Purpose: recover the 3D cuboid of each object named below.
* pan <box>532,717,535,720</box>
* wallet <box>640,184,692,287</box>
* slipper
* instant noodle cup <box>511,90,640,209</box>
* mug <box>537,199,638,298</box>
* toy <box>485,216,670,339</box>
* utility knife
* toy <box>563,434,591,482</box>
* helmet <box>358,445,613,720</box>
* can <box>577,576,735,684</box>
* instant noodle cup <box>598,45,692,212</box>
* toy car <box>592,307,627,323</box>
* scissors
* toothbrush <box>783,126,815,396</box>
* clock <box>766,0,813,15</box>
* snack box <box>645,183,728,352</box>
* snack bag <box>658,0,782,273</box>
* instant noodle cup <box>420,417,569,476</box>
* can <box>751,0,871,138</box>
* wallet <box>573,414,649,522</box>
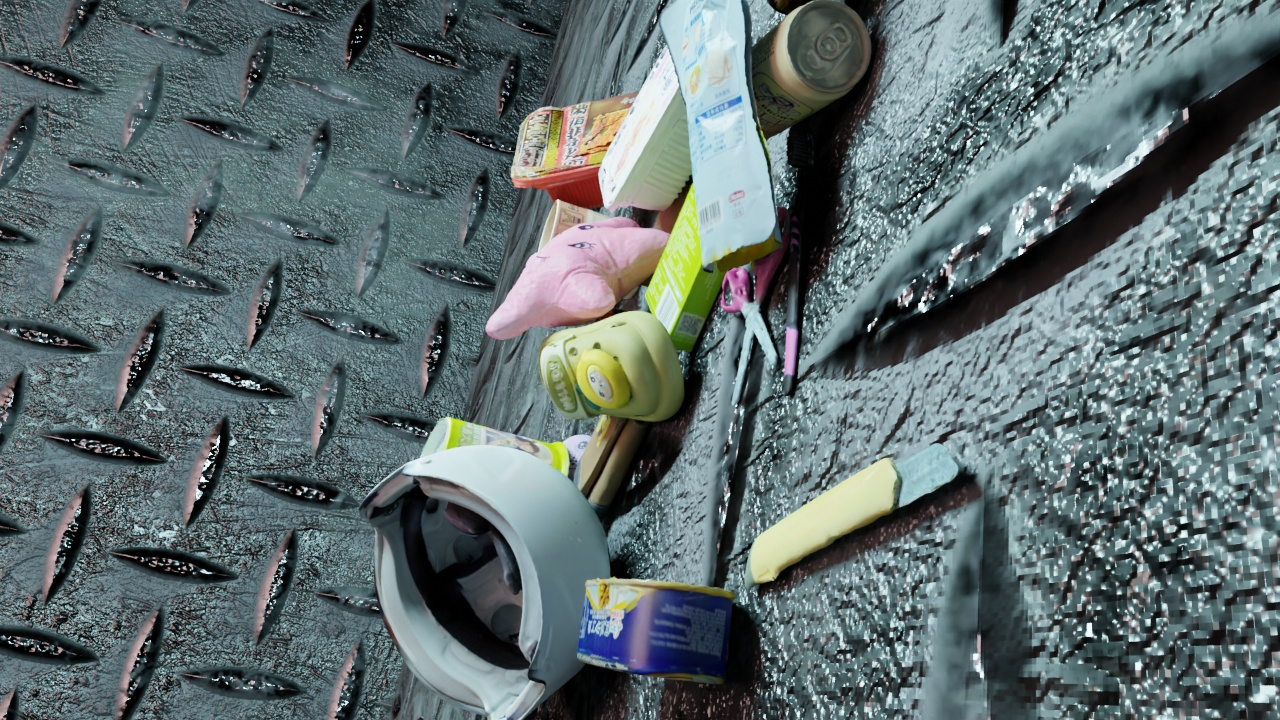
[{"bbox_3d":[-0.114,0.305,0.901,0.356,0.078,0.198,-85,16,-60],"label":"pan"},{"bbox_3d":[0.031,-0.113,0.845,0.115,0.020,0.101,-148,75,-72],"label":"wallet"},{"bbox_3d":[-0.041,0.017,0.751,0.191,0.081,0.091,-4,110,55],"label":"slipper"},{"bbox_3d":[-0.043,-0.232,1.022,0.164,0.189,0.079,-89,-16,-50],"label":"instant noodle cup"},{"bbox_3d":[-0.050,-0.108,0.970,0.114,0.106,0.082,-93,23,-51],"label":"mug"},{"bbox_3d":[-0.042,-0.087,0.842,0.194,0.179,0.075,-68,-42,-56],"label":"toy"},{"bbox_3d":[0.087,0.074,0.425,0.188,0.020,0.030,119,158,-60],"label":"utility knife"},{"bbox_3d":[-0.070,0.124,0.920,0.084,0.039,0.107,-21,50,37],"label":"toy"},{"bbox_3d":[-0.116,0.174,0.774,0.229,0.145,0.259,51,139,16],"label":"helmet"},{"bbox_3d":[0.006,0.157,0.538,0.148,0.074,0.049,141,139,-68],"label":"can"},{"bbox_3d":[0.028,-0.217,0.843,0.174,0.060,0.137,-56,20,22],"label":"instant noodle cup"},{"bbox_3d":[-0.031,-0.016,0.908,0.121,0.053,0.045,127,157,-58],"label":"toy car"},{"bbox_3d":[0.073,-0.036,0.612,0.131,0.017,0.133,-169,91,-74],"label":"scissors"},{"bbox_3d":[0.093,-0.067,0.561,0.014,0.017,0.188,136,145,-62],"label":"toothbrush"},{"bbox_3d":[0.110,-0.259,0.569,0.082,0.055,0.121,-44,17,36],"label":"clock"},{"bbox_3d":[0.049,-0.094,0.723,0.085,0.026,0.157,-109,37,-55],"label":"snack box"},{"bbox_3d":[0.050,-0.157,0.584,0.110,0.038,0.191,149,113,-77],"label":"snack bag"},{"bbox_3d":[-0.149,0.111,0.894,0.112,0.123,0.111,-49,27,36],"label":"instant noodle cup"},{"bbox_3d":[0.095,-0.183,0.589,0.116,0.058,0.058,-179,104,-76],"label":"can"},{"bbox_3d":[-0.027,0.079,0.838,0.090,0.033,0.115,-98,31,-60],"label":"wallet"}]
